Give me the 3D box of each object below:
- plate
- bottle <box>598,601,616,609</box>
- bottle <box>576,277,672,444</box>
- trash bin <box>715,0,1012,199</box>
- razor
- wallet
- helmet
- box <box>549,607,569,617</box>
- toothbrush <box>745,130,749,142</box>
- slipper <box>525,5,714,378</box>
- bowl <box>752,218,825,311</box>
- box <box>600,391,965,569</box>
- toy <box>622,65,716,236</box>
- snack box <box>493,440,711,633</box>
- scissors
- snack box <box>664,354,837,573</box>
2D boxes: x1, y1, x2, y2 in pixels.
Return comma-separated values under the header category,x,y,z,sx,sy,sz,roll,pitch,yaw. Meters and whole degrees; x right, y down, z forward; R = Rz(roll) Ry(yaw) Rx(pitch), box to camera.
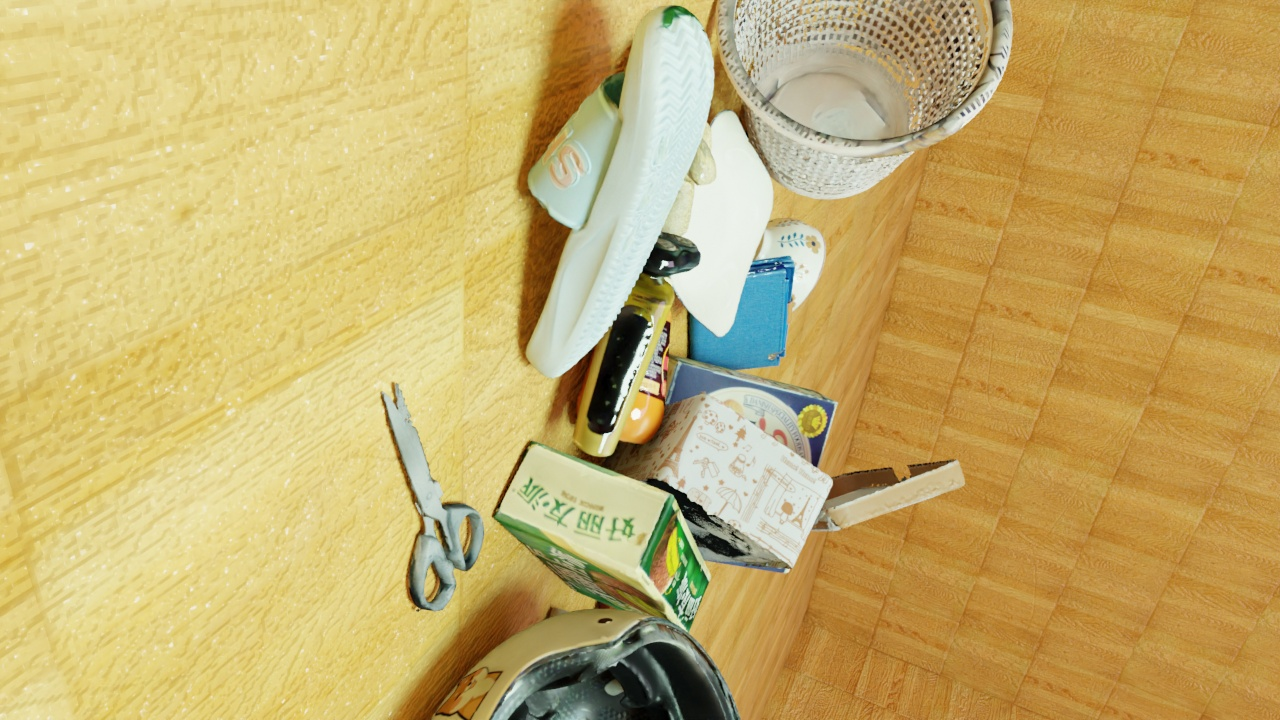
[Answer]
category,x,y,z,sx,sy,sz,roll,pitch,yaw
plate,0.060,-0.116,0.791,0.163,0.034,0.164,40,67,-59
bottle,0.019,0.173,0.928,0.060,0.060,0.205,59,50,-66
bottle,-0.005,-0.013,0.699,0.066,0.067,0.149,22,79,-71
trash bin,0.175,-0.243,0.793,0.192,0.227,0.227,79,32,-78
razor,-0.009,-0.015,0.641,0.067,0.062,0.167,160,-52,-84
wallet,0.100,-0.043,0.912,0.133,0.106,0.040,86,-6,-48
helmet,-0.067,0.291,0.625,0.273,0.157,0.230,-52,120,-22
box,-0.037,0.288,0.824,0.168,0.091,0.079,70,38,-61
toothbrush,0.092,-0.185,0.879,0.014,0.016,0.189,87,26,-63
slipper,-0.025,-0.096,0.548,0.103,0.074,0.246,-48,166,-55
bowl,0.133,-0.103,0.963,0.062,0.114,0.113,26,80,-29
box,0.107,0.110,0.757,0.179,0.273,0.126,153,-55,-67
toy,0.017,-0.152,0.642,0.157,0.066,0.105,89,-6,-53
snack box,-0.018,0.147,0.713,0.063,0.114,0.240,-64,160,-20
scissors,-0.118,0.072,0.530,0.135,0.014,0.175,-19,122,-66
snack box,0.082,0.101,0.881,0.046,0.182,0.178,-151,-105,-68
